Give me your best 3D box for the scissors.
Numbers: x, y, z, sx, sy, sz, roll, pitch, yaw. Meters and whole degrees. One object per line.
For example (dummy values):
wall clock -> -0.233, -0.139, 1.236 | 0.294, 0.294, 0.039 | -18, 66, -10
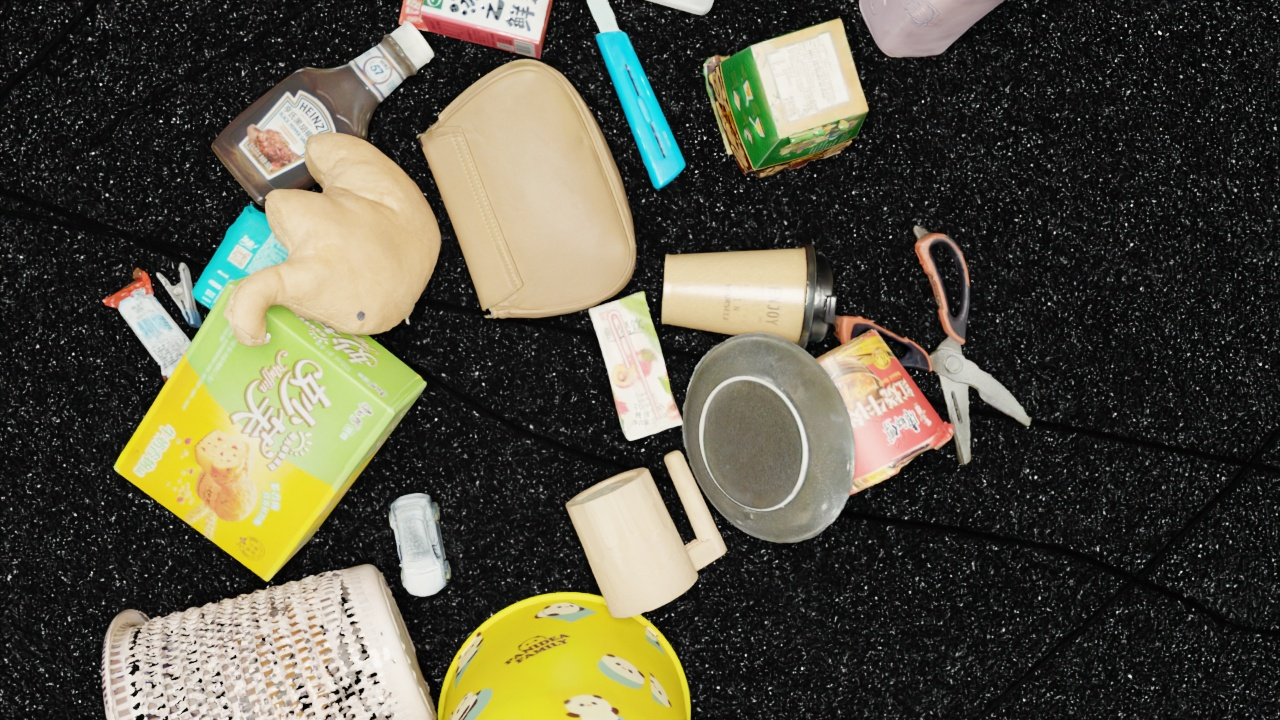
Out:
scissors -> 0.275, -0.014, 0.843 | 0.226, 0.015, 0.189 | 22, 91, -6

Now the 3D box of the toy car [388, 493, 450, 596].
toy car -> -0.194, 0.162, 0.804 | 0.043, 0.034, 0.090 | -10, 95, -8

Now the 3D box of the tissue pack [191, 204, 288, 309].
tissue pack -> -0.303, -0.059, 0.775 | 0.133, 0.050, 0.093 | 35, 92, -5

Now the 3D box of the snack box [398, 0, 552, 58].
snack box -> -0.135, -0.332, 0.780 | 0.127, 0.044, 0.113 | 12, 92, -5

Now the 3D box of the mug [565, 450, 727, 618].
mug -> 0.008, 0.148, 0.802 | 0.124, 0.084, 0.103 | -25, 93, -28

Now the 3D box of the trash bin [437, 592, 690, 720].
trash bin -> -0.059, 0.328, 0.711 | 0.229, 0.255, 0.229 | 0, 92, -4

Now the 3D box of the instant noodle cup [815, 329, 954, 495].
instant noodle cup -> 0.178, 0.045, 0.785 | 0.138, 0.138, 0.108 | -29, 85, -3

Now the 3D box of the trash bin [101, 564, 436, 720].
trash bin -> -0.276, 0.266, 0.725 | 0.192, 0.228, 0.227 | -22, 94, -16

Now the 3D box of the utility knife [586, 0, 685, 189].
utility knife -> -0.008, -0.243, 0.808 | 0.034, 0.018, 0.187 | -24, 93, -3

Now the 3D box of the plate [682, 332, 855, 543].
plate -> 0.097, 0.067, 0.763 | 0.024, 0.180, 0.179 | -12, 95, -45

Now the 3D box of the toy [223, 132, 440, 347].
toy -> -0.227, -0.081, 0.707 | 0.143, 0.225, 0.083 | 38, 127, -25

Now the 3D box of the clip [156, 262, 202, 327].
clip -> -0.391, -0.053, 0.783 | 0.026, 0.024, 0.056 | -22, 90, -6

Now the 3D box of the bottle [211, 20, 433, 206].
bottle -> -0.261, -0.213, 0.776 | 0.195, 0.044, 0.080 | -39, 96, -3

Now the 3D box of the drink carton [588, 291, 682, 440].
drink carton -> -0.005, 0.005, 0.805 | 0.053, 0.045, 0.122 | -16, 93, -3

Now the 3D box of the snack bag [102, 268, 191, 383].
snack bag -> -0.410, -0.026, 0.780 | 0.045, 0.026, 0.105 | -36, 96, -11

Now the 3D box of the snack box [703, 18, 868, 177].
snack box -> 0.130, -0.228, 0.775 | 0.118, 0.105, 0.117 | -19, 93, -5

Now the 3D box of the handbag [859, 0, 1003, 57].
handbag -> 0.245, -0.341, 0.735 | 0.098, 0.197, 0.145 | -12, 93, -7

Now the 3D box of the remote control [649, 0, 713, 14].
remote control -> 0.003, -0.346, 0.803 | 0.136, 0.020, 0.056 | 14, 91, -5

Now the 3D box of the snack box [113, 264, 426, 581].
snack box -> -0.298, 0.052, 0.739 | 0.157, 0.070, 0.210 | 39, 111, -5

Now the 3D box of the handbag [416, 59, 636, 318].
handbag -> -0.089, -0.137, 0.770 | 0.148, 0.099, 0.204 | -20, 94, 4

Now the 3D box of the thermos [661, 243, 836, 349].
thermos -> 0.091, -0.057, 0.792 | 0.143, 0.093, 0.093 | 4, 92, 2
